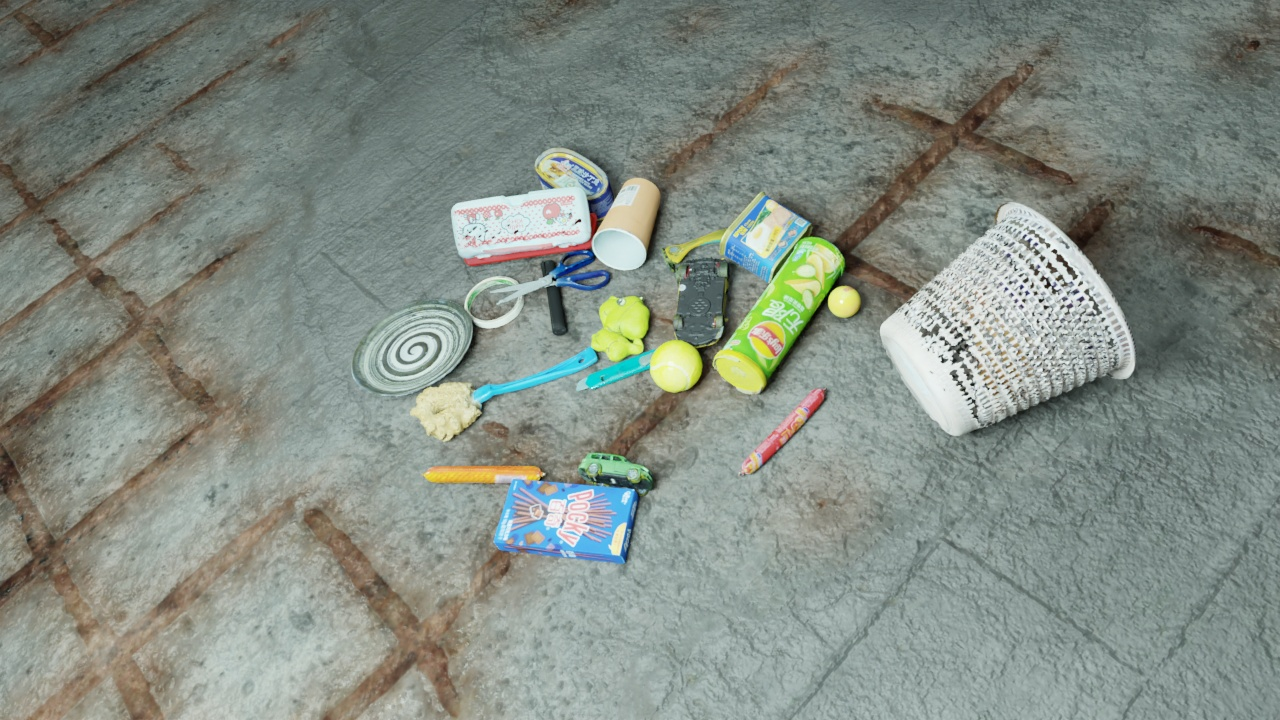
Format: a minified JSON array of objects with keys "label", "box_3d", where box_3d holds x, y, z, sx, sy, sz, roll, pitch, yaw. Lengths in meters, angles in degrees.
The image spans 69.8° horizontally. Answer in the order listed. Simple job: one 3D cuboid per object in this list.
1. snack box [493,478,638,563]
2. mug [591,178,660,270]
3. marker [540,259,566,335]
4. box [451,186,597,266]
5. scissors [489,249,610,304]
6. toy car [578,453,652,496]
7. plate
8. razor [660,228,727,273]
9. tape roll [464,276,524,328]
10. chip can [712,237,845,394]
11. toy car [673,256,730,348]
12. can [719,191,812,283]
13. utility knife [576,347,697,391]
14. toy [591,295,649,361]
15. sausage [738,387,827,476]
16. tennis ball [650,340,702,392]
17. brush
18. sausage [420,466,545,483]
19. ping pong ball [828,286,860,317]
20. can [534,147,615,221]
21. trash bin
[{"label":"snack box","box_3d":[-0.087,0.186,1.073,0.157,0.026,0.084,2,55,16]},{"label":"mug","box_3d":[-0.015,-0.199,1.303,0.078,0.078,0.122,5,52,18]},{"label":"marker","box_3d":[-0.122,-0.090,1.283,0.020,0.022,0.131,-43,44,33]},{"label":"box","box_3d":[-0.167,-0.200,1.314,0.201,0.099,0.095,-7,36,10]},{"label":"scissors","box_3d":[-0.128,-0.118,1.284,0.171,0.012,0.141,4,46,-1]},{"label":"toy car","box_3d":[-0.028,0.133,1.085,0.091,0.043,0.036,9,57,20]},{"label":"plate","box_3d":[-0.312,-0.015,1.270,0.179,0.024,0.179,-10,48,11]},{"label":"razor","box_3d":[0.095,-0.163,1.278,0.132,0.028,0.043,-18,49,-1]},{"label":"tape roll","box_3d":[-0.208,-0.083,1.306,0.086,0.014,0.085,-7,54,9]},{"label":"chip can","box_3d":[0.178,-0.061,1.153,0.073,0.073,0.220,25,65,28]},{"label":"toy car","box_3d":[0.080,-0.076,1.208,0.071,0.041,0.155,-2,53,13]},{"label":"can","box_3d":[0.169,-0.163,1.230,0.083,0.057,0.102,35,70,16]},{"label":"utility knife","box_3d":[-0.007,0.007,1.189,0.164,0.013,0.029,-21,51,-1]},{"label":"toy","box_3d":[-0.023,-0.044,1.218,0.097,0.031,0.100,33,67,28]},{"label":"sausage","box_3d":[0.170,0.084,1.085,0.155,0.020,0.020,-43,56,-16]},{"label":"tennis ball","box_3d":[0.044,0.007,1.143,0.065,0.065,0.065,-7,54,9]},{"label":"brush","box_3d":[-0.177,0.037,1.201,0.254,0.046,0.083,-20,49,-5]},{"label":"sausage","box_3d":[-0.196,0.141,1.137,0.165,0.021,0.021,-1,55,13]},{"label":"ping pong ball","box_3d":[0.258,-0.074,1.161,0.040,0.040,0.040,-7,54,9]},{"label":"can","box_3d":[-0.099,-0.267,1.387,0.074,0.049,0.148,-40,55,-16]},{"label":"trash bin","box_3d":[0.383,-0.027,1.005,0.192,0.227,0.227,-33,53,5]}]
